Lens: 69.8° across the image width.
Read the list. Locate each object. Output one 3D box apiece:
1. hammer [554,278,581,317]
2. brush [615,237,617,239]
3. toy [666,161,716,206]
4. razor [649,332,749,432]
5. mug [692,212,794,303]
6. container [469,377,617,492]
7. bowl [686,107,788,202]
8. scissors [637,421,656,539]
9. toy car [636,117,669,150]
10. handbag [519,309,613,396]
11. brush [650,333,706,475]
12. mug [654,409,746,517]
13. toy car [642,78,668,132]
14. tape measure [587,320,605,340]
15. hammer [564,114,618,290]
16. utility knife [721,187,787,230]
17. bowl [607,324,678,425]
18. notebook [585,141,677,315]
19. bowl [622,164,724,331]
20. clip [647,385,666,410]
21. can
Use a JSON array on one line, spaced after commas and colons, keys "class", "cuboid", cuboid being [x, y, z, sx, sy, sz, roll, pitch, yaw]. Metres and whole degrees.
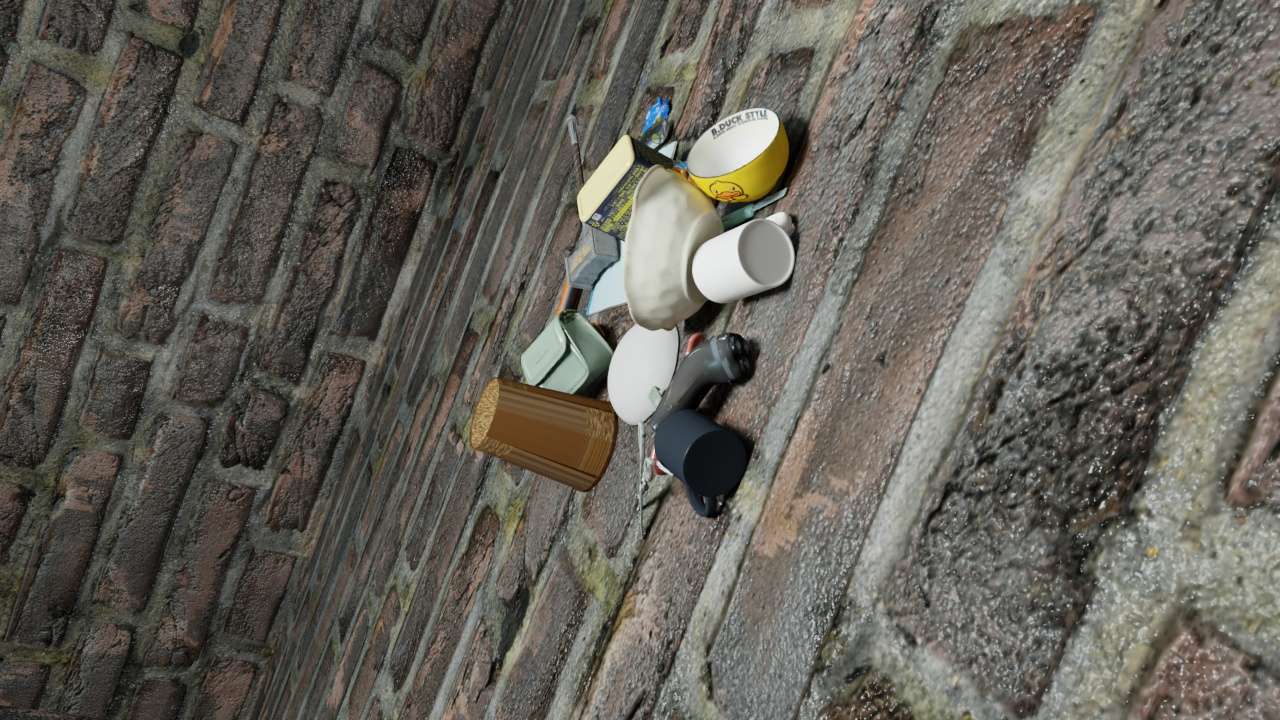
[{"class": "hammer", "cuboid": [-0.145, -0.001, 1.511, 0.138, 0.035, 0.314, 2, 74, 65]}, {"class": "brush", "cuboid": [-0.064, -0.194, 1.481, 0.136, 0.015, 0.049, -13, 61, 64]}, {"class": "toy", "cuboid": [0.068, -0.211, 1.215, 0.090, 0.070, 0.103, -118, 28, -43]}, {"class": "razor", "cuboid": [0.065, 0.029, 0.997, 0.063, 0.053, 0.141, 45, 108, 23]}, {"class": "mug", "cuboid": [0.121, -0.119, 1.001, 0.110, 0.074, 0.091, -51, 16, -23]}, {"class": "container", "cuboid": [-0.136, 0.095, 1.253, 0.133, 0.167, 0.132, -46, 34, 43]}, {"class": "bowl", "cuboid": [0.119, -0.225, 1.051, 0.117, 0.067, 0.117, -23, 40, 20]}, {"class": "scissors", "cuboid": [0.005, 0.141, 1.030, 0.158, 0.014, 0.141, -157, 65, -82]}, {"class": "toy car", "cuboid": [0.018, -0.343, 1.426, 0.090, 0.027, 0.038, -26, 51, 55]}, {"class": "handbag", "cuboid": [-0.111, 0.001, 1.330, 0.106, 0.067, 0.122, 52, 132, 8]}, {"class": "brush", "cuboid": [0.053, 0.050, 1.051, 0.030, 0.041, 0.172, 6, 75, 48]}, {"class": "mug", "cuboid": [0.062, 0.111, 0.955, 0.077, 0.071, 0.105, -148, 52, -66]}, {"class": "toy car", "cuboid": [0.009, -0.392, 1.440, 0.092, 0.062, 0.033, -52, 30, 36]}, {"class": "tape measure", "cuboid": [-0.078, -0.031, 1.378, 0.058, 0.038, 0.059, -41, 21, -29]}, {"class": "hammer", "cuboid": [-0.096, -0.277, 1.497, 0.099, 0.044, 0.321, -42, 48, 48]}, {"class": "utility knife", "cuboid": [0.123, -0.174, 1.097, 0.166, 0.015, 0.022, -18, 55, 57]}, {"class": "bowl", "cuboid": [-0.007, 0.007, 1.197, 0.150, 0.043, 0.149, -46, 34, 43]}, {"class": "notebook", "cuboid": [-0.017, -0.198, 1.414, 0.181, 0.009, 0.253, -8, 66, 64]}, {"class": "bowl", "cuboid": [0.050, -0.123, 1.068, 0.060, 0.219, 0.187, 12, 50, 27]}, {"class": "clip", "cuboid": [0.030, 0.057, 1.100, 0.023, 0.042, 0.075, -64, 25, 19]}, {"class": "can", "cuboid": [-0.010, -0.235, 1.291, 0.136, 0.104, 0.075, -46, 37, 33]}]
